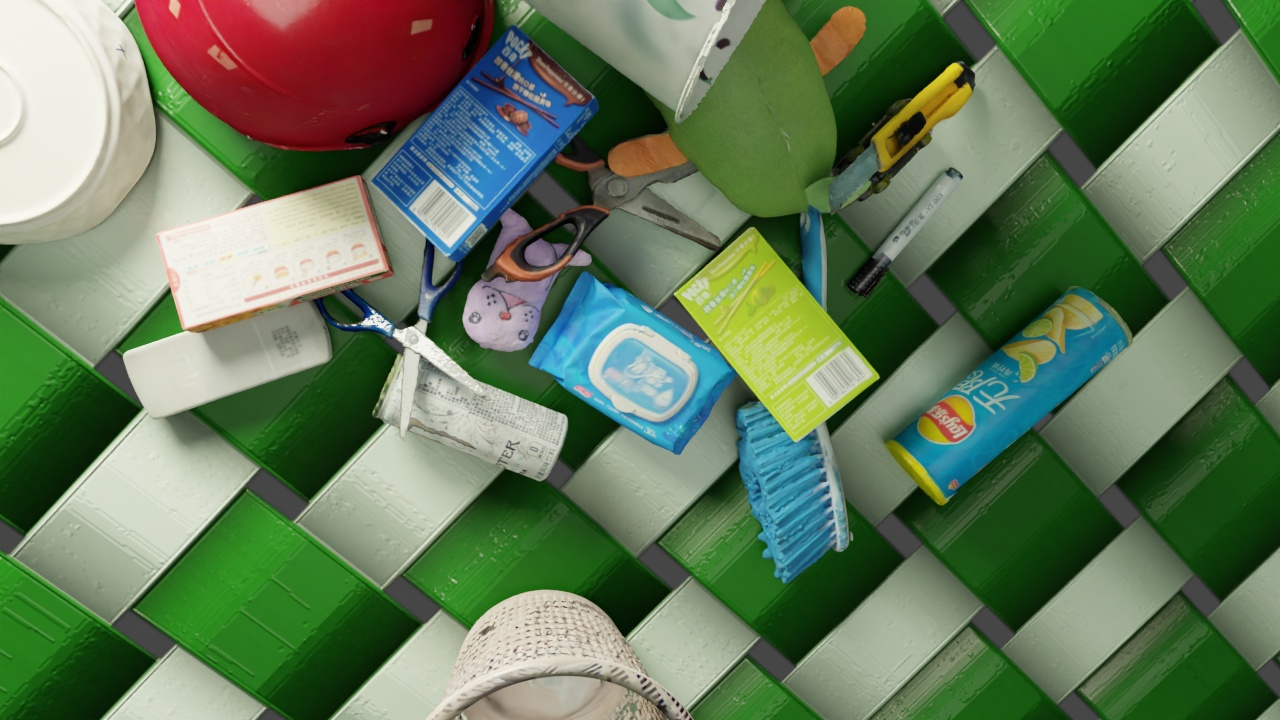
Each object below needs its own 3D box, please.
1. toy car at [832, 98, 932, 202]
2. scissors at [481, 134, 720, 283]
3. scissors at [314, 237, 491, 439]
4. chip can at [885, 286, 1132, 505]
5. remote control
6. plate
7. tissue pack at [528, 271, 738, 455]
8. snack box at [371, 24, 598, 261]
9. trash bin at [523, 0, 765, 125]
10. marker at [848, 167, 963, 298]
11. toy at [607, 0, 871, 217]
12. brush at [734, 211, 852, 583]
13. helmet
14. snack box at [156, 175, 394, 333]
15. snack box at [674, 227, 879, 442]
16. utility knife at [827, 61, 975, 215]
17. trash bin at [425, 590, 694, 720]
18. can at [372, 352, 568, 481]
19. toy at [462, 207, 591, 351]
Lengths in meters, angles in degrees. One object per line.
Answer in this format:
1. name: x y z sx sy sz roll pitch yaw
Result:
1. toy car: 0.196 -0.172 0.742 0.090 0.035 0.042 -45 107 -2
2. scissors: -0.039 -0.135 0.711 0.225 0.015 0.189 -32 92 -15
3. scissors: -0.176 -0.028 0.699 0.176 0.012 0.162 22 76 13
4. chip can: 0.315 0.031 0.789 0.210 0.071 0.071 -41 106 3
5. remote control: -0.318 -0.004 0.714 0.150 0.021 0.058 -19 102 -3
6. plate: -0.454 -0.181 0.640 0.205 0.045 0.205 -2 105 -8
7. tissue pack: -0.004 0.004 0.744 0.157 0.052 0.095 33 99 -15
8. snack box: -0.114 -0.158 0.672 0.084 0.026 0.157 44 93 7
9. trash bin: -0.023 -0.300 0.518 0.252 0.229 0.230 32 97 -1
10. marker: 0.223 -0.106 0.771 0.022 0.018 0.131 40 96 -7
11. toy: 0.070 -0.209 0.687 0.227 0.090 0.247 -31 109 2
12. brush: 0.129 0.028 0.775 0.109 0.060 0.314 -17 103 -10
13. helmet: -0.218 -0.247 0.610 0.240 0.144 0.207 -8 102 -7
14. snack box: -0.272 -0.080 0.688 0.155 0.027 0.077 -17 87 -4
15. snack box: 0.108 -0.021 0.733 0.086 0.026 0.156 -41 81 11
16. utility knife: 0.202 -0.172 0.696 0.218 0.015 0.033 -43 107 -30
17. trash bin: -0.073 0.292 0.732 0.227 0.192 0.227 -2 103 -8
18. can: -0.134 0.046 0.734 0.146 0.058 0.058 22 99 -13
19. toy: -0.097 -0.056 0.724 0.084 0.039 0.108 26 93 -16
